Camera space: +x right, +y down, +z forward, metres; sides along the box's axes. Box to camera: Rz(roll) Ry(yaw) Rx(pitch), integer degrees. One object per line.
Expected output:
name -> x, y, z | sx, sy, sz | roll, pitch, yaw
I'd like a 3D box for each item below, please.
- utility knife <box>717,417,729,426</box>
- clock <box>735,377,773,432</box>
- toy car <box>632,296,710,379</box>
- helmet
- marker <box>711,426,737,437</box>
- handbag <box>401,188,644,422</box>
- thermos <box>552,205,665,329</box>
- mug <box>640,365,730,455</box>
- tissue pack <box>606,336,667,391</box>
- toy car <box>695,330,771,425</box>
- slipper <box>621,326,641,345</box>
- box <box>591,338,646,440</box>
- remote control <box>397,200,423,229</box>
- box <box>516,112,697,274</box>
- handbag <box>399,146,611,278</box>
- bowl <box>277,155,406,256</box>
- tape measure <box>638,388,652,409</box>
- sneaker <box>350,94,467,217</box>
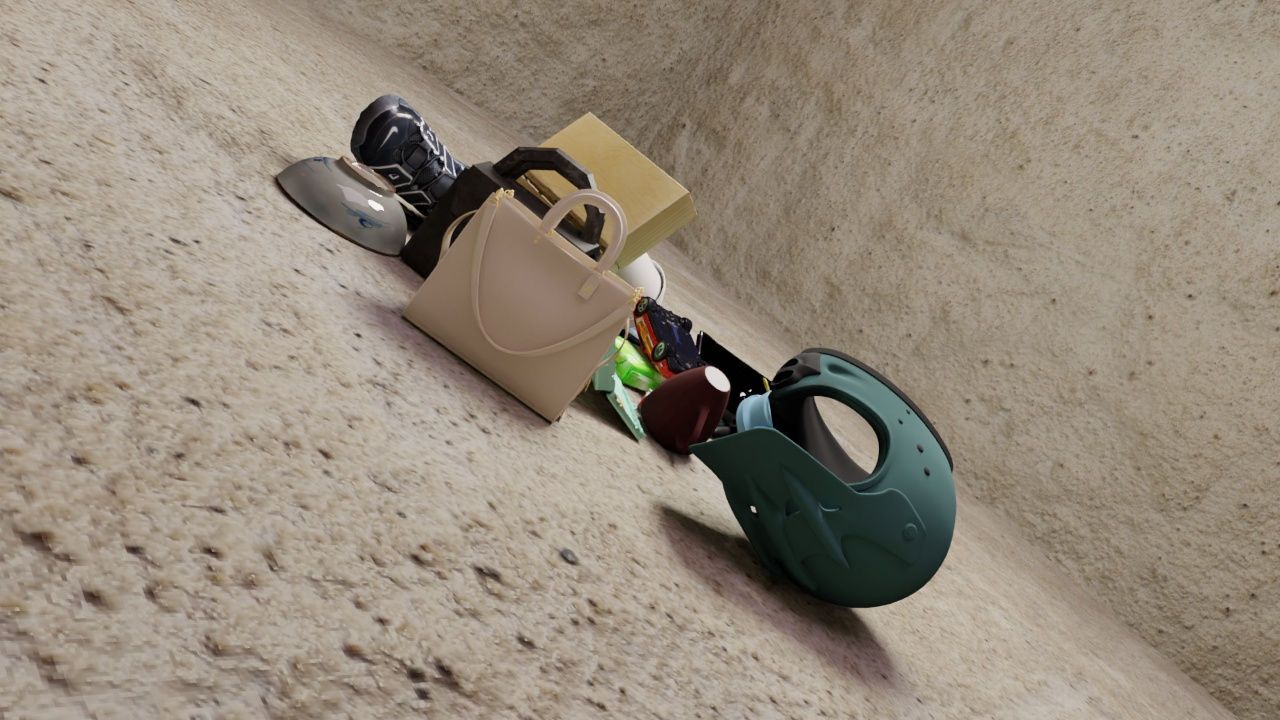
utility knife -> 0.092, 0.083, 1.258 | 0.029, 0.020, 0.172 | 42, 11, 19
clock -> 0.188, 0.109, 1.270 | 0.118, 0.060, 0.161 | 35, 41, -26
toy car -> 0.039, -0.022, 1.246 | 0.081, 0.056, 0.189 | 26, 23, -29
helmet -> 0.186, 0.126, 0.904 | 0.275, 0.199, 0.177 | 48, -36, -15
marker -> 0.122, 0.099, 1.279 | 0.015, 0.018, 0.133 | 56, 16, 17
handbag -> -0.091, -0.075, 0.860 | 0.194, 0.198, 0.101 | 36, 11, -5
thermos -> -0.049, -0.156, 1.332 | 0.131, 0.131, 0.222 | 46, -11, 39
mug -> 0.060, 0.056, 1.037 | 0.087, 0.089, 0.113 | 31, 34, -18
tissue pack -> -0.007, 0.007, 1.222 | 0.099, 0.034, 0.114 | 25, 14, -41
toy car -> 0.122, 0.047, 1.337 | 0.191, 0.071, 0.094 | 33, 48, -36
slipper -> 0.023, -0.066, 1.553 | 0.118, 0.060, 0.294 | 41, 11, 2
box -> -0.039, 0.001, 1.047 | 0.187, 0.052, 0.139 | -115, -167, -70
remote control -> -0.310, -0.192, 1.134 | 0.140, 0.021, 0.045 | 36, 7, -26
box -> -0.093, -0.186, 1.198 | 0.247, 0.253, 0.068 | 46, -1, 40
handbag -> -0.124, -0.131, 0.990 | 0.197, 0.199, 0.102 | 38, 11, 6
bowl -> -0.307, -0.179, 0.987 | 0.150, 0.057, 0.150 | 35, 12, -9
tape measure -> 0.026, 0.064, 1.116 | 0.060, 0.020, 0.062 | 37, 12, 0
sneaker -> -0.248, -0.211, 1.125 | 0.151, 0.097, 0.252 | 45, 1, 23
